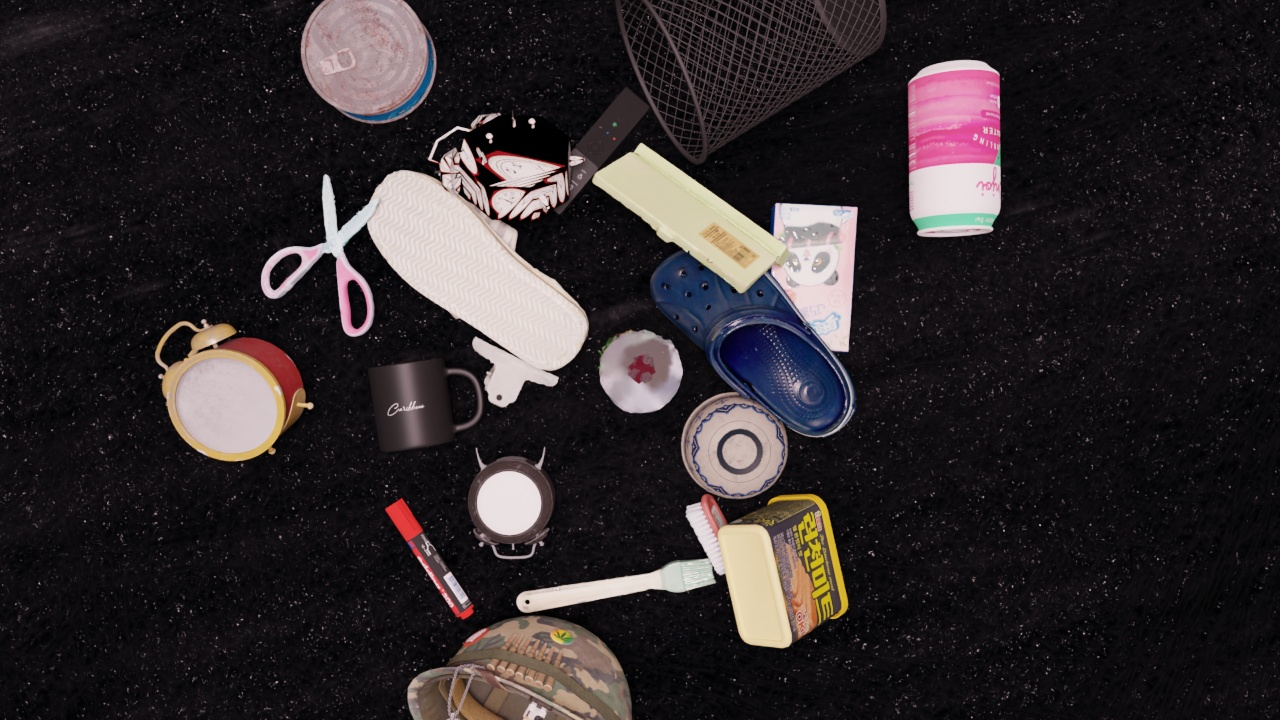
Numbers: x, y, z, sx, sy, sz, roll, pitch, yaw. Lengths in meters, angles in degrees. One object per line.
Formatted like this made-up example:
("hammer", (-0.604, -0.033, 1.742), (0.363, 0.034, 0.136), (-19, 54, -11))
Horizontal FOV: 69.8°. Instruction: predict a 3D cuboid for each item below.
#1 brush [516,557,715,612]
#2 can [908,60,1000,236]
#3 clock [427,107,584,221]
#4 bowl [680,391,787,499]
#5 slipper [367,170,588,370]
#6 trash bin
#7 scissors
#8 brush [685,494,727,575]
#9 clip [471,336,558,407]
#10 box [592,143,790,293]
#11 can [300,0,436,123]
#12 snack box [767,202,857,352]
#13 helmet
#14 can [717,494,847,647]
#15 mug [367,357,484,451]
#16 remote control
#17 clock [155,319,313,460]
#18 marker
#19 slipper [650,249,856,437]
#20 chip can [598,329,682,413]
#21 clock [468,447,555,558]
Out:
("brush", (-0.028, 0.245, 0.994), (0.218, 0.012, 0.033), (-10, 91, 2))
("can", (0.320, -0.213, 0.937), (0.088, 0.088, 0.166), (-1, 92, 0))
("clock", (-0.144, -0.208, 0.932), (0.155, 0.065, 0.114), (20, 56, 15))
("bowl", (0.101, 0.092, 0.963), (0.115, 0.059, 0.115), (0, 92, 1))
("slipper", (-0.169, -0.093, 0.963), (0.272, 0.054, 0.114), (41, 95, 4))
("trash bin", (0.111, -0.323, 0.898), (0.210, 0.184, 0.184), (-28, 91, -5))
("scissors", (-0.338, -0.108, 0.968), (0.168, 0.014, 0.170), (-3, 99, 14))
("brush", (0.100, 0.223, 0.981), (0.030, 0.040, 0.172), (-28, 94, 18))
("clip", (-0.143, 0.019, 0.975), (0.101, 0.041, 0.054), (28, 95, -20))
("box", (0.058, -0.147, 0.909), (0.188, 0.140, 0.048), (39, 123, 12))
("can", (-0.284, -0.319, 0.962), (0.130, 0.044, 0.130), (0, 92, 1))
("snack box", (0.179, -0.087, 0.970), (0.088, 0.033, 0.154), (3, 92, 2))
("helmet", (-0.119, 0.360, 0.889), (0.224, 0.235, 0.193), (15, 125, -10))
("can", (0.144, 0.214, 0.936), (0.073, 0.100, 0.131), (-11, 92, 46))
("mug", (-0.220, 0.043, 0.957), (0.113, 0.078, 0.088), (-8, 92, -3))
("remote control", (-0.051, -0.223, 0.978), (0.034, 0.013, 0.150), (40, 92, -1))
("clock", (-0.427, 0.024, 0.955), (0.159, 0.081, 0.117), (41, 103, -10))
("marker", (-0.226, 0.215, 0.988), (0.021, 0.023, 0.145), (-34, 91, -6))
("slipper", (0.112, -0.026, 0.918), (0.253, 0.095, 0.105), (44, 110, 14))
("chip can", (-0.004, 0.006, 0.880), (0.075, 0.223, 0.075), (0, 91, -3))
("clock", (-0.137, 0.154, 0.975), (0.091, 0.044, 0.123), (-1, 92, 1))
